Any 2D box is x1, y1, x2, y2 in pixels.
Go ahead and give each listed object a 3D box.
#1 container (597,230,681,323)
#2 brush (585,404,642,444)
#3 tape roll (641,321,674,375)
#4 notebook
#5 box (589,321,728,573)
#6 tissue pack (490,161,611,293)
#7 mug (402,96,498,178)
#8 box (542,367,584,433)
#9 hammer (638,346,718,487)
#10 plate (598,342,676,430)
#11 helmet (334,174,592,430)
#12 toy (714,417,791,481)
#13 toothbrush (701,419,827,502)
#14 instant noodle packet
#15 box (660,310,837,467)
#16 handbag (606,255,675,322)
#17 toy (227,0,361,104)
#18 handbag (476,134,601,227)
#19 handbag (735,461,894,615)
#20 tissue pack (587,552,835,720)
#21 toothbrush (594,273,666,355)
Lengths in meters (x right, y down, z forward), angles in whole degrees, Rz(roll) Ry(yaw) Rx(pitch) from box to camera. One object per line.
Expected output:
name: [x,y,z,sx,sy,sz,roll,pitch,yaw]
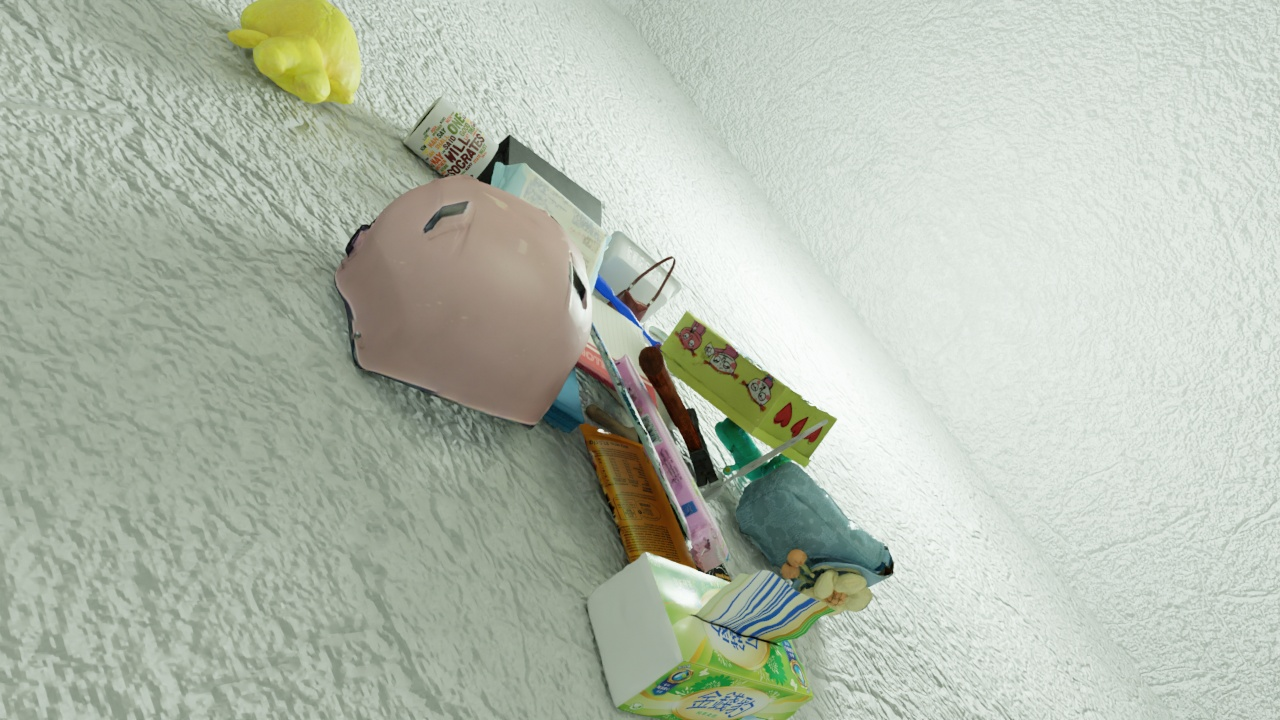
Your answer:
container: [-0.013,-0.112,1.303,0.129,0.081,0.049,40,34,-17]
brush: [-0.005,0.091,1.042,0.151,0.012,0.038,37,23,-28]
tape roll: [0.034,-0.017,1.319,0.093,0.013,0.093,41,22,-21]
notebook: [-0.063,-0.035,1.041,0.208,0.012,0.152,33,29,-32]
box: [0.014,0.078,0.884,0.230,0.035,0.159,63,-2,34]
tissue pack: [-0.124,-0.151,1.119,0.182,0.070,0.111,37,54,-28]
mug: [-0.239,-0.271,1.147,0.089,0.073,0.105,39,-4,-24]
box: [-0.141,-0.040,0.973,0.174,0.034,0.231,34,25,-34]
hammer: [0.042,0.059,1.004,0.301,0.028,0.111,61,10,-63]
plate: [-0.007,0.007,1.168,0.188,0.027,0.188,41,21,-20]
helmet: [-0.143,-0.074,0.822,0.230,0.153,0.255,25,29,-19]
toy: [0.163,0.155,1.195,0.193,0.072,0.131,48,-16,0]
toothbrush: [0.140,0.116,1.047,0.010,0.182,0.010,33,30,-42]
instant noodle packet: [0.022,0.164,0.935,0.159,0.032,0.220,25,30,-43]
box: [0.127,0.034,1.138,0.124,0.081,0.221,29,9,-42]
handbag: [0.005,-0.096,1.245,0.055,0.120,0.029,37,10,-28]
toy: [-0.355,-0.324,0.964,0.133,0.092,0.207,33,27,-28]
handbag: [-0.128,-0.170,1.220,0.175,0.072,0.195,31,38,-40]
handbag: [0.199,0.220,1.085,0.192,0.122,0.118,45,41,-9]
tissue pack: [0.076,0.227,0.770,0.197,0.142,0.120,26,30,-46]
toothbrush: [-0.025,-0.070,1.222,0.182,0.016,0.018,47,2,-13]
